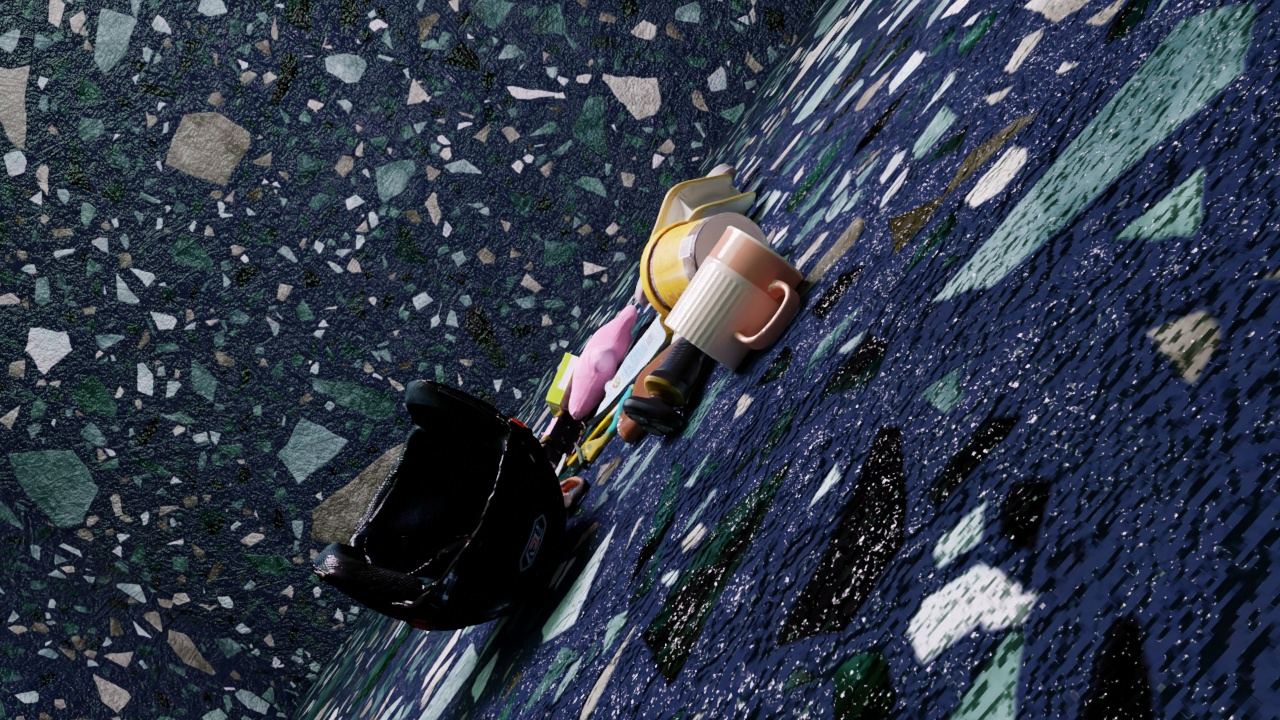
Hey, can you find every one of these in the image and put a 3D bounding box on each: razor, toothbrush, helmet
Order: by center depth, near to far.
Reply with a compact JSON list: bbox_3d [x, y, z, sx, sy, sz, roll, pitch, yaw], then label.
[{"bbox_3d":[0.040,0.014,0.927,0.167,0.062,0.068,-54,-26,-46],"label":"razor"},{"bbox_3d":[-0.187,0.165,0.960,0.275,0.230,0.233,4,65,51],"label":"helmet"},{"bbox_3d":[-0.039,0.081,1.165,0.133,0.028,0.043,-54,30,24],"label":"razor"},{"bbox_3d":[-0.036,0.078,1.220,0.192,0.018,0.016,-48,11,19],"label":"toothbrush"},{"bbox_3d":[0.007,-0.041,1.442,0.027,0.026,0.212,-41,13,36],"label":"toothbrush"}]

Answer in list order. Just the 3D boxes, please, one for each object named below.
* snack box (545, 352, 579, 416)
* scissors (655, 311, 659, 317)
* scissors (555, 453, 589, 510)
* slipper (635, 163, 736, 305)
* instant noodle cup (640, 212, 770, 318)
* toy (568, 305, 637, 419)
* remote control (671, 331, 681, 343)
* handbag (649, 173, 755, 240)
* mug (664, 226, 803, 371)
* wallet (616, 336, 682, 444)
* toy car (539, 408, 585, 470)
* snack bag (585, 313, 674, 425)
[{"bbox_3d":[-0.117,0.056,1.495,0.156,0.026,0.085,81,-152,-69],"label":"snack box"},{"bbox_3d":[0.051,-0.082,1.390,0.171,0.019,0.170,-59,8,-25],"label":"scissors"},{"bbox_3d":[-0.129,0.181,1.161,0.222,0.021,0.227,-27,20,54],"label":"scissors"},{"bbox_3d":[0.081,-0.194,1.490,0.275,0.054,0.114,-57,-17,24],"label":"slipper"},{"bbox_3d":[0.074,-0.103,0.999,0.118,0.118,0.115,-56,15,-16],"label":"instant noodle cup"},{"bbox_3d":[-0.066,0.019,1.429,0.194,0.074,0.179,-60,-4,-47],"label":"toy"},{"bbox_3d":[0.066,-0.056,1.174,0.056,0.020,0.135,-50,8,23],"label":"remote control"},{"bbox_3d":[0.078,-0.171,1.310,0.163,0.063,0.179,-23,-33,-47],"label":"handbag"},{"bbox_3d":[0.090,-0.049,0.815,0.106,0.081,0.114,-55,37,4],"label":"mug"},{"bbox_3d":[0.022,0.027,1.031,0.101,0.032,0.124,-46,11,34],"label":"wallet"},{"bbox_3d":[-0.122,0.121,1.390,0.037,0.056,0.122,-41,13,31],"label":"toy car"},{"bbox_3d":[-0.008,0.007,1.273,0.191,0.039,0.110,-51,13,29],"label":"snack bag"}]
